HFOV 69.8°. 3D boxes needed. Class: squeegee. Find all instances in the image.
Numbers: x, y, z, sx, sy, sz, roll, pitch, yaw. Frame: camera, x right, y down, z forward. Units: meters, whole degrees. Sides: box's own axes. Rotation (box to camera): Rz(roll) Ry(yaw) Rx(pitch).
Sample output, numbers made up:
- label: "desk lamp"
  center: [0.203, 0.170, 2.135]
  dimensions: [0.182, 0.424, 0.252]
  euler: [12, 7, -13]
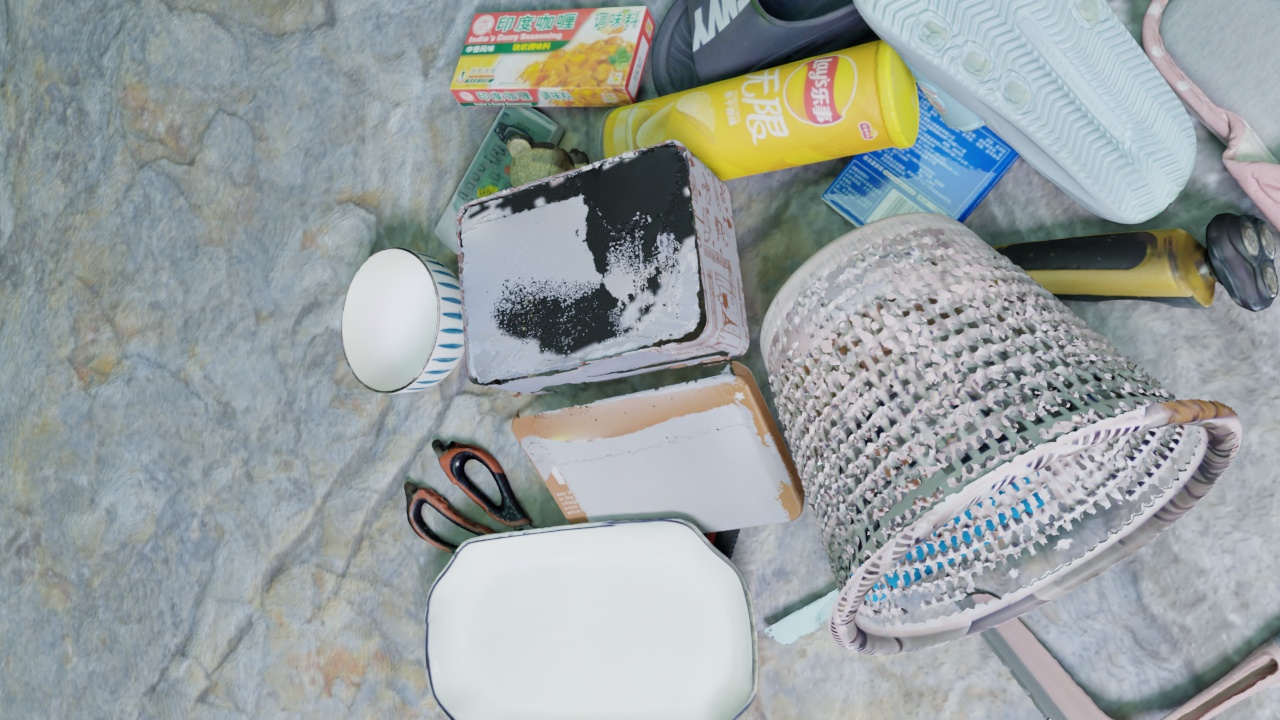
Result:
- label: "squeegee"
  center: [0.366, 0.175, 0.530]
  dimensions: [0.250, 0.040, 0.247]
  euler: [-39, 56, 10]

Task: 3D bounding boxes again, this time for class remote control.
- label: "remote control"
  center: [-0.118, -0.147, 0.758]
  dimensions: [0.056, 0.019, 0.135]
  euler: [36, 100, 20]

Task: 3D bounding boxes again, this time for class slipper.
- label: "slipper"
  center: [0.230, -0.176, 0.555]
  dimensions: [0.245, 0.074, 0.104]
  euler: [38, 89, -10]
- label: "slipper"
  center: [0.107, -0.265, 0.626]
  dimensions: [0.269, 0.083, 0.110]
  euler: [-21, 77, 31]
- label: "slipper"
  center: [0.399, -0.126, 0.522]
  dimensions: [0.114, 0.054, 0.274]
  euler: [-36, 75, 13]

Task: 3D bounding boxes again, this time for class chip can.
- label: "chip can"
  center: [0.078, -0.164, 0.634]
  dimensions: [0.214, 0.072, 0.072]
  euler: [-4, 85, 31]

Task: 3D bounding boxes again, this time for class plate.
- label: "plate"
  center: [-0.039, 0.200, 0.663]
  dimensions: [0.266, 0.034, 0.162]
  euler: [-11, 78, 23]

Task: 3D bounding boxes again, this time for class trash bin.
- label: "trash bin"
  center: [0.172, 0.030, 0.527]
  dimensions: [0.228, 0.227, 0.192]
  euler: [-36, 52, 16]

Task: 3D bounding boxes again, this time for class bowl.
- label: "bowl"
  center: [-0.181, -0.030, 0.745]
  dimensions: [0.117, 0.066, 0.116]
  euler: [-2, 86, 34]

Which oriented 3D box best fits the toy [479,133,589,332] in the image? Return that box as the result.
- label: "toy"
  center: [-0.090, -0.095, 0.719]
  dimensions: [0.105, 0.066, 0.157]
  euler: [13, 104, -20]

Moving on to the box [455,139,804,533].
- label: "box"
  center: [-0.009, 0.004, 0.613]
  dimensions: [0.179, 0.124, 0.274]
  euler: [-12, 100, 25]

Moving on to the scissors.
- label: "scissors"
  center: [-0.095, 0.130, 0.733]
  dimensions: [0.206, 0.015, 0.196]
  euler: [-19, 79, 20]

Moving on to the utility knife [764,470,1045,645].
- label: "utility knife"
  center: [0.176, 0.137, 0.619]
  dimensions: [0.216, 0.018, 0.034]
  euler: [-35, 76, 15]

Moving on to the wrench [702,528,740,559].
- label: "wrench"
  center: [0.047, 0.185, 0.671]
  dimensions: [0.056, 0.016, 0.273]
  euler: [9, 90, 19]

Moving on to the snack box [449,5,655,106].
- label: "snack box"
  center: [-0.071, -0.240, 0.730]
  dimensions: [0.156, 0.027, 0.077]
  euler: [6, 71, 22]

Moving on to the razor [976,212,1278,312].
- label: "razor"
  center: [0.292, -0.060, 0.565]
  dimensions: [0.168, 0.067, 0.062]
  euler: [1, 62, 29]

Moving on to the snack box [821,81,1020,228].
- label: "snack box"
  center: [0.206, -0.145, 0.621]
  dimensions: [0.084, 0.026, 0.157]
  euler: [43, 102, 18]
